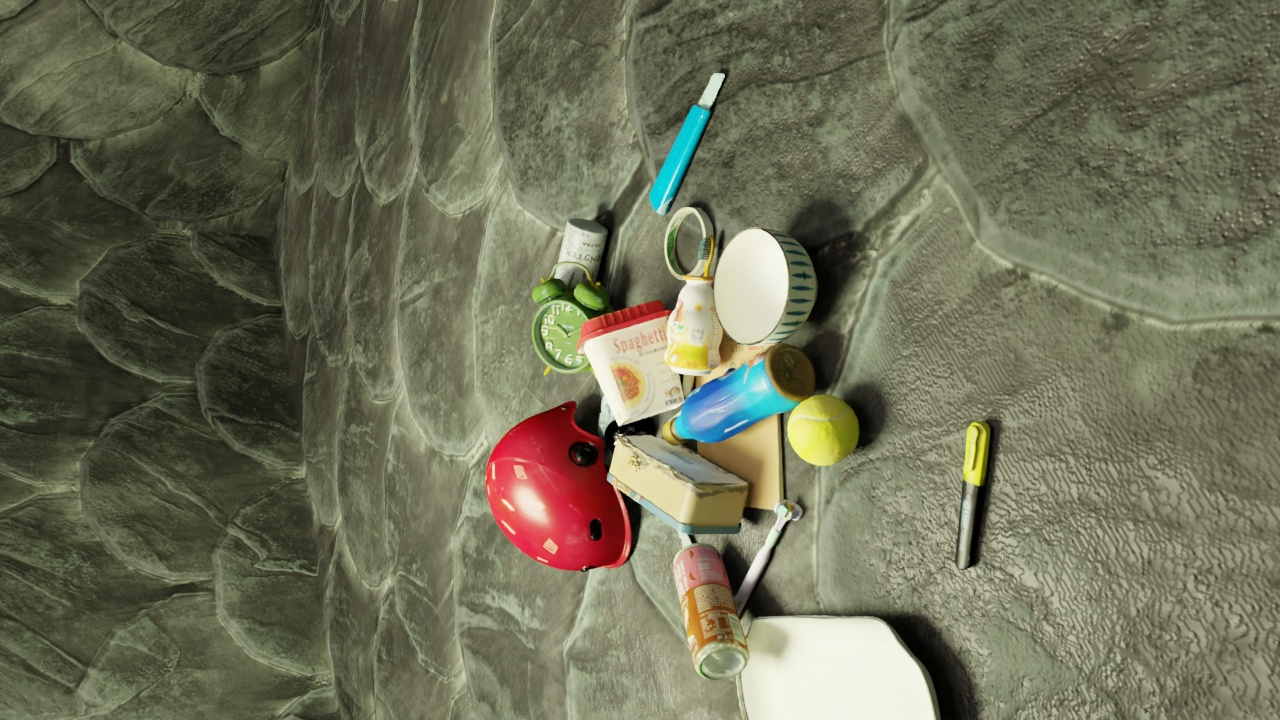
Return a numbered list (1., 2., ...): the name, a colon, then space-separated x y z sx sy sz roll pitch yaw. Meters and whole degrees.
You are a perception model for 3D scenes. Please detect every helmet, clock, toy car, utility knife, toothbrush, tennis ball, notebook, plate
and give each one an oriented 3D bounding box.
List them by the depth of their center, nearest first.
1. tennis ball: 0.170 0.065 0.854 0.066 0.065 0.065 -1 89 58
2. plate: 0.183 0.319 0.860 0.266 0.034 0.162 -26 68 55
3. toothbrush: 0.124 0.222 0.973 0.021 0.029 0.190 -63 -6 -59
4. notebook: 0.105 0.056 1.013 0.148 0.008 0.207 -8 83 59
5. toothbrush: 0.064 -0.049 1.056 0.016 0.018 0.191 31 116 58
6. utility knife: 0.055 -0.257 1.086 0.034 0.018 0.188 52 133 30
7. toy car: -0.037 0.089 1.221 0.049 0.031 0.105 9 97 57
8. clock: -0.091 -0.054 1.232 0.116 0.056 0.161 6 106 27
9. helmet: -0.126 0.187 1.243 0.240 0.143 0.207 54 143 38

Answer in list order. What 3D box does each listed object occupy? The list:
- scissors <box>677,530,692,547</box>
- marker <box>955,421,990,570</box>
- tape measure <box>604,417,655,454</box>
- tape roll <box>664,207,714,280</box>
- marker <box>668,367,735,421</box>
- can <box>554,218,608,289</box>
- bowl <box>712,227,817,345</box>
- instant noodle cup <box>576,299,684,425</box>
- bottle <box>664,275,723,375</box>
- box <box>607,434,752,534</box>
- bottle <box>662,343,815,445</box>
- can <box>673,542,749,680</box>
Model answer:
1. scissors: 0.050 0.191 1.099 0.163 0.012 0.161 39 123 50
2. marker: 0.267 0.111 0.744 0.018 0.015 0.124 19 107 60
3. tape measure: -0.015 0.097 1.161 0.058 0.057 0.039 -50 50 35
4. tape roll: 0.057 -0.138 1.086 0.086 0.013 0.086 0 90 58
5. marker: 0.068 0.048 1.048 0.146 0.016 0.017 -45 53 50
6. can: -0.089 -0.121 1.280 0.058 0.058 0.147 44 126 49
7. bowl: 0.133 -0.072 0.914 0.117 0.066 0.116 -1 89 57
8. instant noodle cup: -0.006 0.006 1.089 0.117 0.116 0.124 128 125 -80
9. bottle: 0.061 -0.040 1.019 0.063 0.063 0.108 14 101 58
10. box: 0.043 0.137 1.020 0.184 0.089 0.061 29 109 56
11. bottle: 0.091 0.047 0.963 0.219 0.065 0.065 -33 62 52
12. can: 0.073 0.265 0.978 0.147 0.058 0.058 -103 29 -56
